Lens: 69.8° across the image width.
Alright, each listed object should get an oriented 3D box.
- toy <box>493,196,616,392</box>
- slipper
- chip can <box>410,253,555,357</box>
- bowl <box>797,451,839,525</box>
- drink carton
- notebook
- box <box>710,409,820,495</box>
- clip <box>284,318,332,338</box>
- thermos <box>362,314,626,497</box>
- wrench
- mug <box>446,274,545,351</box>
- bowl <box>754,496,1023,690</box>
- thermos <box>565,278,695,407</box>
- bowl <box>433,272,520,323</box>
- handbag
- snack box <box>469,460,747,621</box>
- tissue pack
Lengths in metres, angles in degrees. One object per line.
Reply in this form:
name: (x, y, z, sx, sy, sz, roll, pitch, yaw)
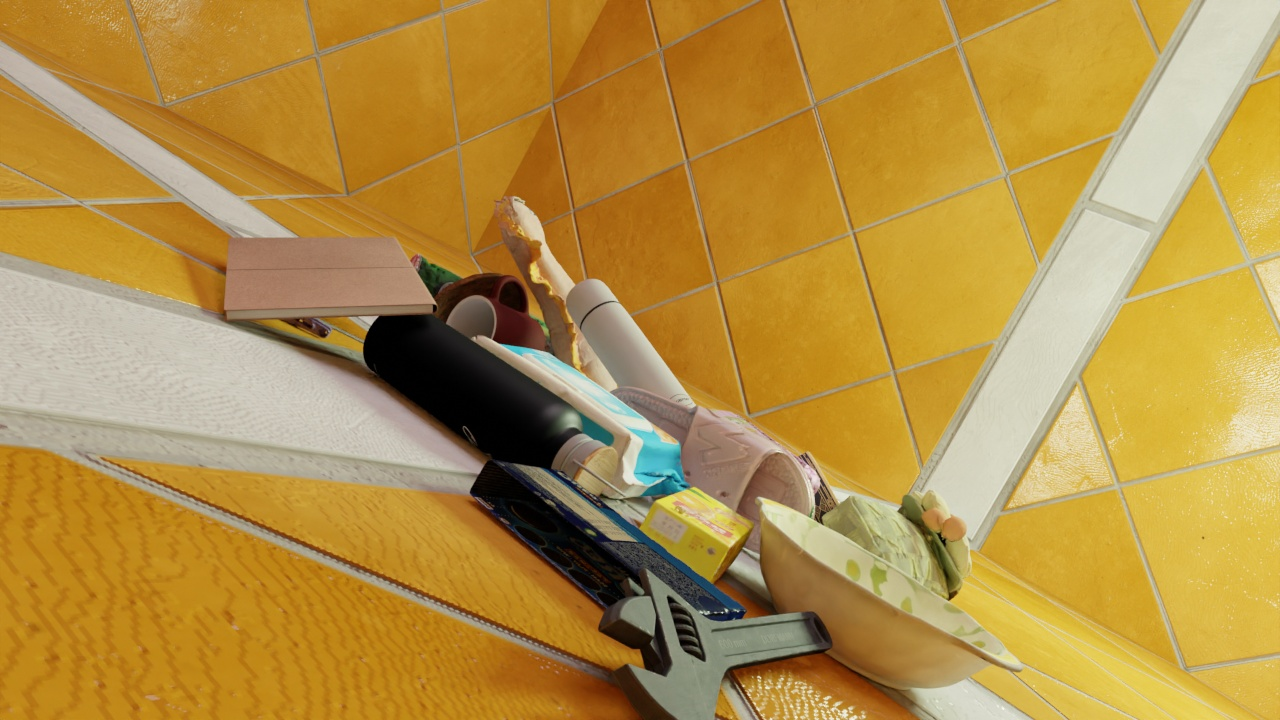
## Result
toy: (-0.088, -0.056, 1.024, 0.196, 0.065, 0.264, -114, 178, -60)
slipper: (0.046, 0.087, 0.817, 0.239, 0.094, 0.064, 27, -3, 31)
chip can: (-0.183, -0.044, 1.095, 0.223, 0.075, 0.075, 27, 3, -26)
bowl: (0.177, 0.160, 0.974, 0.112, 0.061, 0.112, 62, 4, -8)
drink carton: (0.040, 0.122, 0.640, 0.058, 0.043, 0.134, 31, 4, 14)
notebook: (-0.250, -0.070, 0.726, 0.141, 0.008, 0.209, -3, 22, -22)
box: (0.095, 0.101, 0.975, 0.096, 0.085, 0.230, 38, 1, -15)
clip: (-0.266, -0.033, 0.717, 0.053, 0.013, 0.036, 30, 3, -28)
thermos: (-0.100, 0.034, 0.645, 0.231, 0.061, 0.061, 30, 4, 29)
wrench: (0.053, 0.141, 0.455, 0.273, 0.018, 0.073, 26, 33, -60)
mug: (-0.149, -0.038, 0.985, 0.073, 0.105, 0.082, 20, -2, 35)
bowl: (0.156, 0.176, 0.651, 0.188, 0.060, 0.219, 25, 4, -45)
thermos: (-0.006, 0.005, 0.934, 0.224, 0.052, 0.052, 54, 15, 28)
bowl: (-0.186, -0.064, 1.010, 0.102, 0.114, 0.026, 75, -11, -58)
handbag: (0.242, 0.172, 0.835, 0.186, 0.117, 0.113, 25, 31, -57)
snack box: (-0.019, 0.106, 0.511, 0.150, 0.027, 0.082, 32, 3, 32)
tissue pack: (-0.056, 0.051, 0.768, 0.209, 0.066, 0.117, 32, 6, 26)
